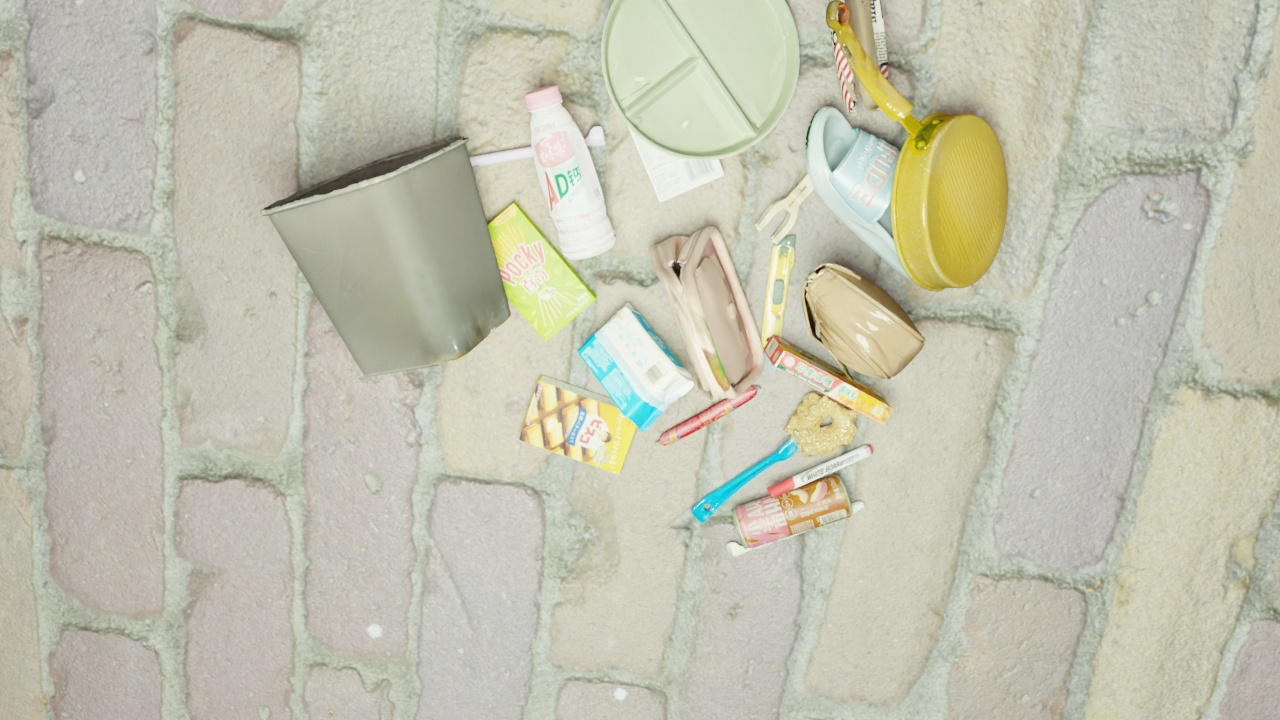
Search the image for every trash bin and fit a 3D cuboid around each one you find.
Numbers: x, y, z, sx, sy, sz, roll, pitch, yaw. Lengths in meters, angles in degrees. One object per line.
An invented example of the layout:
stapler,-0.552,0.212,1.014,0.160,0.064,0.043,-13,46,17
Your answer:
trash bin,-0.271,-0.117,1.053,0.199,0.198,0.220,-8,114,26

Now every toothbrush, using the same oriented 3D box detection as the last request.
toothbrush,0.205,0.221,1.213,0.190,0.020,0.029,-21,133,7
toothbrush,-0.136,-0.252,1.102,0.189,0.021,0.029,-9,136,7

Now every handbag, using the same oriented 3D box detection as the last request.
handbag,0.245,-0.042,1.049,0.148,0.204,0.100,43,101,8
handbag,0.073,-0.039,1.036,0.093,0.233,0.193,-19,104,11

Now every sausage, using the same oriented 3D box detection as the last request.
sausage,0.086,0.072,1.178,0.156,0.020,0.020,-30,101,10

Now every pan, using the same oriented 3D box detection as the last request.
pan,0.297,-0.232,0.991,0.197,0.078,0.357,-53,128,-25

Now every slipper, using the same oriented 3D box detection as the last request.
slipper,0.280,-0.189,1.050,0.245,0.103,0.074,45,144,-13

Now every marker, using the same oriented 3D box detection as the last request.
marker,0.230,0.141,1.174,0.145,0.017,0.017,-22,103,-6

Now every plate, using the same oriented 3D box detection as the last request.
plate,0.068,-0.343,1.041,0.230,0.027,0.230,-2,100,-10

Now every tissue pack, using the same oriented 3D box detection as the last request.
tissue pack,-0.007,0.007,1.123,0.090,0.063,0.140,-43,69,13

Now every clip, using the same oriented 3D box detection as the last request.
clip,0.179,-0.184,1.083,0.034,0.076,0.104,38,114,-7

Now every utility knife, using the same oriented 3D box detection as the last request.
utility knife,0.170,-0.069,1.141,0.031,0.019,0.177,6,110,5

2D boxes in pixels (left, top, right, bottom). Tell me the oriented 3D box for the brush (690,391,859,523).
brush,0.169,0.129,1.183,0.255,0.045,0.083,-39,104,16

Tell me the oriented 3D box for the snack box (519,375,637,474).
snack box,-0.078,0.083,1.183,0.140,0.033,0.087,19,106,-4

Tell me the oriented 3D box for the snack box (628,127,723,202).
snack box,0.031,-0.275,1.083,0.085,0.026,0.157,-22,102,8

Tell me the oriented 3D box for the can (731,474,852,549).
can,0.195,0.195,1.183,0.147,0.058,0.058,-19,103,5

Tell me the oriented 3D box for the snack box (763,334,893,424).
snack box,0.228,0.023,1.121,0.155,0.077,0.027,27,103,-9

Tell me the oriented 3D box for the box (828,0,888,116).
box,0.253,-0.361,1.032,0.076,0.075,0.163,-10,103,12

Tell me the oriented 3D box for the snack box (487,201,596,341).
snack box,-0.136,-0.110,1.137,0.086,0.026,0.156,-38,100,11

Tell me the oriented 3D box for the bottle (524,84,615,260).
bottle,-0.085,-0.219,1.070,0.068,0.068,0.197,-14,112,6
